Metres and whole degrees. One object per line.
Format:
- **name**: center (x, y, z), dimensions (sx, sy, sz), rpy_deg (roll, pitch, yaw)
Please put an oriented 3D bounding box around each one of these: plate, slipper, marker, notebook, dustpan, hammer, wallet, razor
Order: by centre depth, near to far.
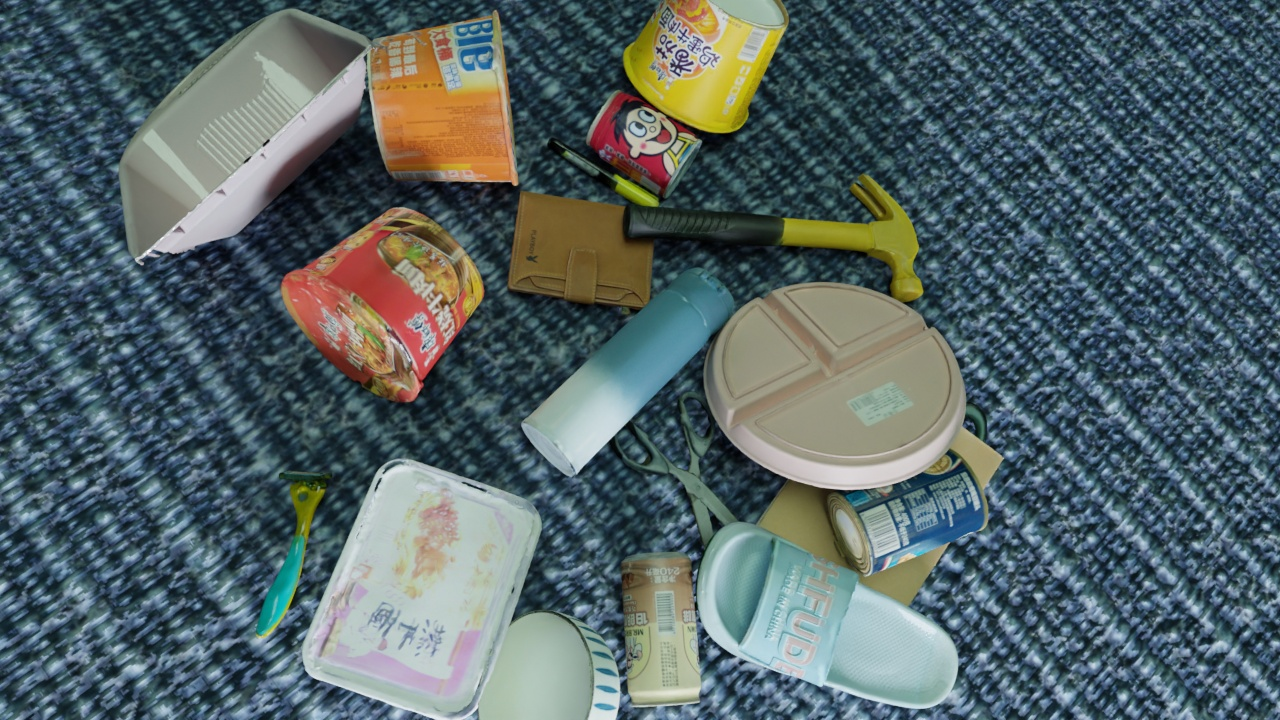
- **razor**: center (-0.276, 0.150, 0.719), dimensions (0.043, 0.028, 0.132), rpy_deg (2, 66, 14)
- **dustpan**: center (-0.333, -0.198, 0.722), dimensions (0.222, 0.273, 0.139), rpy_deg (-45, 104, -7)
- **slipper**: center (0.156, 0.217, 0.744), dimensions (0.245, 0.074, 0.104), rpy_deg (25, 80, -9)
- **plate**: center (0.170, 0.011, 0.805), dimensions (0.229, 0.028, 0.229), rpy_deg (0, 49, 0)
- **notebook**: center (0.208, 0.126, 0.814), dimensions (0.149, 0.012, 0.211), rpy_deg (37, 78, 2)
- **wallet**: center (-0.053, -0.094, 0.846), dimensions (0.130, 0.035, 0.118), rpy_deg (7, 64, -9)
- **hammer**: center (0.130, -0.124, 0.875), dimensions (0.300, 0.033, 0.128), rpy_deg (1, 69, -17)
- **marker**: center (-0.036, -0.180, 0.883), dimensions (0.124, 0.018, 0.015), rpy_deg (32, 67, 2)

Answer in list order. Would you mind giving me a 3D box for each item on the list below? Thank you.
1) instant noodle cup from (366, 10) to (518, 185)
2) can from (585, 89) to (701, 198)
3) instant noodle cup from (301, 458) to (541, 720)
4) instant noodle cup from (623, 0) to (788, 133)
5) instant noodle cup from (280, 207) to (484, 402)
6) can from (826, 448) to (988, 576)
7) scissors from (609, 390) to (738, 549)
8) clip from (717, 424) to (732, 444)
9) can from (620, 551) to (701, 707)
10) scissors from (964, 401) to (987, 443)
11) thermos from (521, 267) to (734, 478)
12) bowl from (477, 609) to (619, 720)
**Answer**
- **instant noodle cup**: center (-0.171, -0.224, 0.808), dimensions (0.111, 0.151, 0.151), rpy_deg (-7, 73, -5)
- **can**: center (0.003, -0.206, 0.873), dimensions (0.094, 0.067, 0.066), rpy_deg (33, 69, 1)
- **instant noodle cup**: center (-0.166, 0.177, 0.715), dimensions (0.138, 0.060, 0.173), rpy_deg (20, 70, -4)
- **instant noodle cup**: center (0.066, -0.303, 0.871), dimensions (0.138, 0.110, 0.137), rpy_deg (17, 45, -18)
- **instant noodle cup**: center (-0.205, -0.051, 0.752), dimensions (0.138, 0.138, 0.108), rpy_deg (37, 60, 2)
- **can**: center (0.221, 0.127, 0.771), dimensions (0.111, 0.075, 0.075), rpy_deg (-20, 76, -9)
- **scissors**: center (0.045, 0.105, 0.800), dimensions (0.175, 0.014, 0.159), rpy_deg (21, 66, 0)
- **clip**: center (0.100, 0.056, 0.831), dimensions (0.058, 0.041, 0.026), rpy_deg (-21, 75, -19)
- **can**: center (0.016, 0.216, 0.738), dimensions (0.058, 0.059, 0.116), rpy_deg (0, 72, -11)
- **scissors**: center (0.245, 0.070, 0.844), dimensions (0.181, 0.019, 0.170), rpy_deg (0, 76, -4)
- **thermos**: center (-0.005, 0.005, 0.800), dimensions (0.070, 0.070, 0.220), rpy_deg (44, 71, 5)
- **bowl**: center (-0.060, 0.253, 0.695), dimensions (0.066, 0.117, 0.116), rpy_deg (30, 61, -46)
